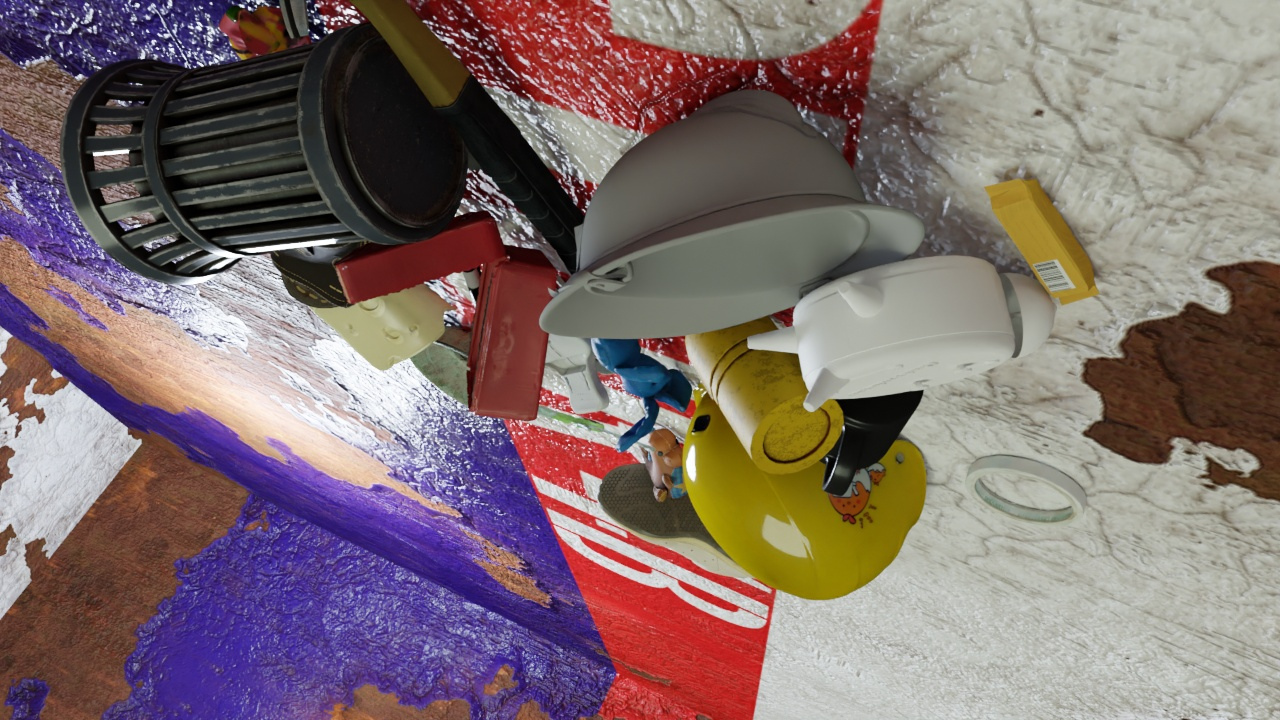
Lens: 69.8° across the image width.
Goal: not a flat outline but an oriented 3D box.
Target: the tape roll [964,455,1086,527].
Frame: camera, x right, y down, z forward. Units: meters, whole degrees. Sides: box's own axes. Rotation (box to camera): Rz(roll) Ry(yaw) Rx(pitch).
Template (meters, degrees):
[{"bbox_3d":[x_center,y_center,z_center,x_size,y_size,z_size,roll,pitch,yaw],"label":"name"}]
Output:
[{"bbox_3d":[0.318,0.110,0.760,0.093,0.013,0.093,23,154,11],"label":"tape roll"}]

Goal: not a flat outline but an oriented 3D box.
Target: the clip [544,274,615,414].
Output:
[{"bbox_3d":[-0.073,-0.020,0.877,0.143,0.072,0.125,51,151,-20],"label":"clip"}]

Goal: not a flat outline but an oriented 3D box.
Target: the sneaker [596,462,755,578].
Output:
[{"bbox_3d":[0.061,0.197,1.114,0.241,0.088,0.102,24,163,0],"label":"sneaker"}]

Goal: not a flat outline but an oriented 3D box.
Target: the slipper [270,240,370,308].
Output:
[{"bbox_3d":[-0.283,-0.124,0.808,0.113,0.075,0.269,35,139,-1],"label":"slipper"}]

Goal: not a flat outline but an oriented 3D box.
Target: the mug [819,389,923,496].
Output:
[{"bbox_3d":[0.159,0.046,0.688,0.078,0.113,0.088,16,153,7],"label":"mug"}]

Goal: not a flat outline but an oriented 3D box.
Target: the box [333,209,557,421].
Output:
[{"bbox_3d":[-0.134,-0.035,0.740,0.157,0.154,0.168,-129,16,-75],"label":"box"}]

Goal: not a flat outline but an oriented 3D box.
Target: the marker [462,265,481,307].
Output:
[{"bbox_3d":[-0.162,-0.057,0.937,0.016,0.016,0.141,22,154,14],"label":"marker"}]

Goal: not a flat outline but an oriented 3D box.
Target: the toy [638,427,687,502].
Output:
[{"bbox_3d":[0.021,0.105,1.032,0.103,0.070,0.090,35,153,47],"label":"toy"}]

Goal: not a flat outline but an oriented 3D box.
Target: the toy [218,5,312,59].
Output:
[{"bbox_3d":[-0.278,-0.236,0.697,0.084,0.046,0.104,33,162,-35],"label":"toy"}]

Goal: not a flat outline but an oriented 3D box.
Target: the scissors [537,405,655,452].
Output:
[{"bbox_3d":[-0.067,0.069,0.999,0.174,0.022,0.171,23,175,-3],"label":"scissors"}]

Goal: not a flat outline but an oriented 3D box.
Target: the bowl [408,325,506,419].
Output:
[{"bbox_3d":[-0.196,0.009,1.066,0.157,0.038,0.158,23,154,12],"label":"bowl"}]

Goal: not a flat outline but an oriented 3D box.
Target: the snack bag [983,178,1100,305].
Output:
[{"bbox_3d":[0.227,-0.068,0.517,0.099,0.020,0.026,43,146,-26],"label":"snack bag"}]

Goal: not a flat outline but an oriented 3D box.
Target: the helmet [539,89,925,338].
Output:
[{"bbox_3d":[0.039,-0.094,0.558,0.183,0.117,0.272,1,168,-35],"label":"helmet"}]

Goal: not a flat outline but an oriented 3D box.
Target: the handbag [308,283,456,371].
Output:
[{"bbox_3d":[-0.274,-0.062,0.969,0.111,0.081,0.119,-17,128,40],"label":"handbag"}]

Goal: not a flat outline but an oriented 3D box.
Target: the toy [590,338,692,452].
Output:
[{"bbox_3d":[-0.005,0.005,0.806,0.071,0.112,0.176,0,136,22],"label":"toy"}]

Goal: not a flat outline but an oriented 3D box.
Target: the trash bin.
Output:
[{"bbox_3d":[-0.249,-0.142,0.636,0.228,0.163,0.164,-2,143,26],"label":"trash bin"}]

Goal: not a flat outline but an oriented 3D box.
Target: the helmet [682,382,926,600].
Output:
[{"bbox_3d":[0.129,0.133,0.849,0.240,0.139,0.209,25,154,9],"label":"helmet"}]

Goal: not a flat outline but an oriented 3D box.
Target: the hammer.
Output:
[{"bbox_3d":[-0.109,-0.160,0.606,0.025,0.117,0.333,6,152,34],"label":"hammer"}]

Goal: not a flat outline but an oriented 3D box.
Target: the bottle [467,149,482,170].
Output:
[{"bbox_3d":[-0.160,-0.177,0.690,0.110,0.036,0.036,24,154,11],"label":"bottle"}]

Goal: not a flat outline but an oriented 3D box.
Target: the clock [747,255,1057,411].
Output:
[{"bbox_3d":[0.163,-0.009,0.562,0.160,0.072,0.126,-2,166,-24],"label":"clock"}]

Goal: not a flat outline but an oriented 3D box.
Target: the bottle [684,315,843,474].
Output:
[{"bbox_3d":[0.079,0.005,0.679,0.071,0.071,0.163,52,-174,-40],"label":"bottle"}]
